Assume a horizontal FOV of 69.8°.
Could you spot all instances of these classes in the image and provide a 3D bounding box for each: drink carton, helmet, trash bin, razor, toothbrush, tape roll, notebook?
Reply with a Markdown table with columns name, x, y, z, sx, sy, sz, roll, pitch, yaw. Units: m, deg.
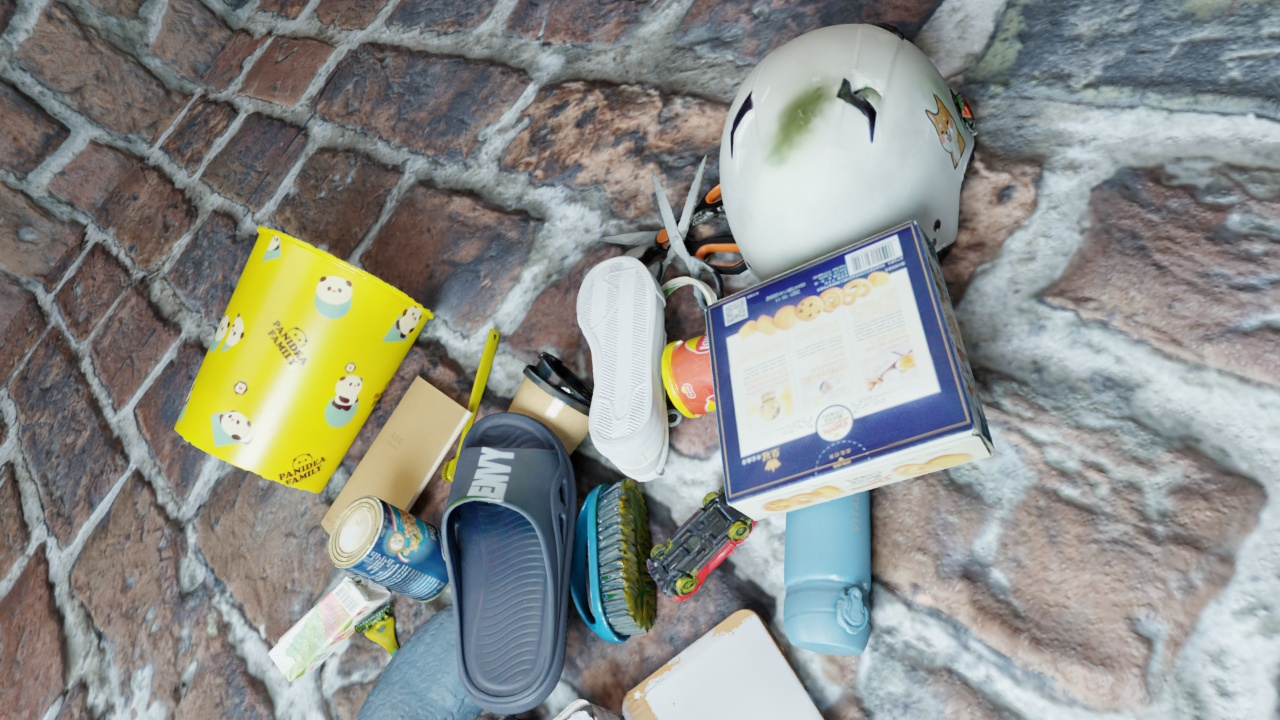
| name | x | y | z | sx | sy | sz | roll | pitch | yaw |
| --- | --- | --- | --- | --- | --- | --- | --- | --- | --- |
| drink carton | -0.324 | 0.273 | 0.954 | 0.122 | 0.053 | 0.045 | -44 | 80 | 6 |
| helmet | 0.165 | -0.200 | 0.805 | 0.230 | 0.157 | 0.273 | -4 | 56 | 29 |
| trash bin | -0.410 | 0.005 | 1.105 | 0.230 | 0.229 | 0.255 | 18 | 80 | 45 |
| razor | -0.238 | 0.290 | 0.899 | 0.043 | 0.028 | 0.132 | -29 | 34 | -24 |
| toothbrush | -0.190 | 0.048 | 1.036 | 0.017 | 0.015 | 0.189 | -13 | 54 | 40 |
| tape roll | 0.040 | -0.038 | 0.889 | 0.086 | 0.013 | 0.085 | -10 | 75 | 42 |
| notebook | -0.283 | 0.127 | 1.050 | 0.150 | 0.012 | 0.211 | 24 | 80 | 51 |

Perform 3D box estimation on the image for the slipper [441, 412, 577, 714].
| name | x | y | z | sx | sy | sz | roll | pitch | yaw |
| --- | --- | --- | --- | --- | --- | --- | --- | --- | --- |
| slipper | -0.110 | 0.149 | 0.765 | 0.111 | 0.083 | 0.267 | -7 | 57 | 3 |

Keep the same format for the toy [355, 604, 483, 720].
| name | x | y | z | sx | sy | sz | roll | pitch | yaw |
| --- | --- | --- | --- | --- | --- | --- | --- | --- | --- |
| toy | -0.172 | 0.287 | 0.784 | 0.355 | 0.091 | 0.138 | -55 | 20 | -25 |

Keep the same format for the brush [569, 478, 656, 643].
| name | x | y | z | sx | sy | sz | roll | pitch | yaw |
| --- | --- | --- | --- | --- | --- | --- | --- | --- | --- |
| brush | -0.029 | 0.173 | 0.789 | 0.074 | 0.055 | 0.143 | -23 | 50 | 24 |

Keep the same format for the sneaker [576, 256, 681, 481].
| name | x | y | z | sx | sy | sz | roll | pitch | yaw |
| --- | --- | --- | --- | --- | --- | --- | --- | --- | --- |
| sneaker | -0.005 | 0.005 | 0.867 | 0.090 | 0.091 | 0.241 | -17 | 48 | 14 |

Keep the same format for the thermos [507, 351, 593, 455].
| name | x | y | z | sx | sy | sz | roll | pitch | yaw |
| --- | --- | --- | --- | --- | --- | --- | --- | --- | --- |
| thermos | -0.100 | 0.072 | 0.898 | 0.093 | 0.093 | 0.143 | 37 | 95 | 47 |

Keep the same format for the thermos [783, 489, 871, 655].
| name | x | y | z | sx | sy | sz | roll | pitch | yaw |
| --- | --- | --- | --- | --- | --- | --- | --- | --- | --- |
| thermos | 0.142 | 0.108 | 0.689 | 0.070 | 0.070 | 0.220 | -14 | 53 | 32 |

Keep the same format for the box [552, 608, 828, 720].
| name | x | y | z | sx | sy | sz | roll | pitch | yaw |
| --- | --- | --- | --- | --- | --- | --- | --- | --- | --- |
| box | 0.017 | 0.313 | 0.647 | 0.261 | 0.082 | 0.177 | -40 | 44 | 5 |

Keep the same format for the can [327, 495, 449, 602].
| name | x | y | z | sx | sy | sz | roll | pitch | yaw |
| --- | --- | --- | --- | --- | --- | --- | --- | --- | --- |
| can | -0.245 | 0.188 | 0.914 | 0.075 | 0.111 | 0.075 | -21 | 50 | 27 |

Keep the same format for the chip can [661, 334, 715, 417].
| name | x | y | z | sx | sy | sz | roll | pitch | yaw |
| --- | --- | --- | --- | --- | --- | --- | --- | --- | --- |
| chip can | 0.127 | -0.009 | 0.778 | 0.217 | 0.073 | 0.073 | -17 | 52 | 28 |

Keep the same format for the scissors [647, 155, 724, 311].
| name | x | y | z | sx | sy | sz | roll | pitch | yaw |
| --- | --- | --- | --- | --- | --- | --- | --- | --- | --- |
| scissors | 0.039 | -0.116 | 0.919 | 0.159 | 0.014 | 0.181 | 41 | 114 | 35 |

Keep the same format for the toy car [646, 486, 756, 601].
| name | x | y | z | sx | sy | sz | roll | pitch | yaw |
| --- | --- | --- | --- | --- | --- | --- | --- | --- | --- |
| toy car | 0.054 | 0.150 | 0.755 | 0.106 | 0.031 | 0.049 | -47 | 44 | 1 |

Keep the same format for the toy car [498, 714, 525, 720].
| name | x | y | z | sx | sy | sz | roll | pitch | yaw |
| --- | --- | --- | --- | --- | --- | --- | --- | --- | --- |
| toy car | -0.135 | 0.365 | 0.745 | 0.158 | 0.042 | 0.070 | -63 | 8 | -13 |

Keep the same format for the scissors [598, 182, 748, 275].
| name | x | y | z | sx | sy | sz | roll | pitch | yaw |
| --- | --- | --- | --- | --- | --- | --- | --- | --- | --- |
| scissors | 0.049 | -0.138 | 0.964 | 0.204 | 0.021 | 0.225 | -54 | 43 | -4 |

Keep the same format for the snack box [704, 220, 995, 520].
| name | x | y | z | sx | sy | sz | roll | pitch | yaw |
| --- | --- | --- | --- | --- | --- | --- | --- | --- | --- |
| snack box | 0.142 | 0.008 | 0.674 | 0.178 | 0.046 | 0.182 | -21 | 53 | 25 |
